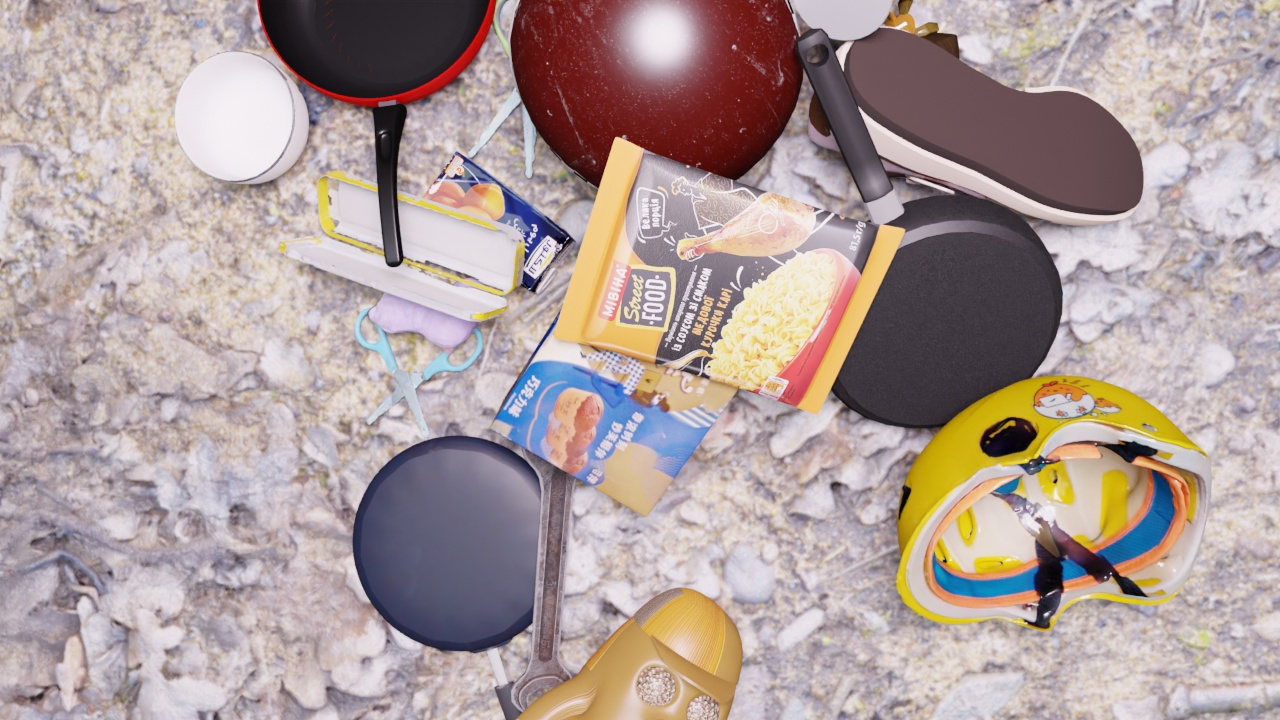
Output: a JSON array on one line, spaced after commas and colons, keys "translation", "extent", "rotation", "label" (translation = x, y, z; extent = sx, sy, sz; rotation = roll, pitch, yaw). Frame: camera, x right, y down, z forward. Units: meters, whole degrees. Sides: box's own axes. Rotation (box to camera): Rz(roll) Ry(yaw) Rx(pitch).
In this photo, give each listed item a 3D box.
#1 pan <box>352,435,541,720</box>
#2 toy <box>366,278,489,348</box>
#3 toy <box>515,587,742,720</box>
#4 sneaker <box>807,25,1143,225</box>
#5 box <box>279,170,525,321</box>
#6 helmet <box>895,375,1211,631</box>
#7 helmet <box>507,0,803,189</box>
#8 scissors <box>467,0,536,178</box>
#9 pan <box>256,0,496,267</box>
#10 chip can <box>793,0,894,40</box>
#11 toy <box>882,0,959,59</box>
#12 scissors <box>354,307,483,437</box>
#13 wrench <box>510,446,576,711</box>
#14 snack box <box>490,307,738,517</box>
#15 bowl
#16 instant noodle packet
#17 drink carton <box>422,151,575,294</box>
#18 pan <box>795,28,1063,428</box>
[{"translation": [-0.143, 0.243, 0.840], "extent": [0.199, 0.021, 0.356], "rotation": [-18, 91, 5], "label": "pan"}, {"translation": [-0.186, -0.050, 0.823], "extent": [0.100, 0.036, 0.080], "rotation": [20, 60, 17], "label": "toy"}, {"translation": [0.013, 0.292, 0.767], "extent": [0.198, 0.163, 0.203], "rotation": [33, 83, -13], "label": "toy"}, {"translation": [0.270, -0.171, 0.767], "extent": [0.293, 0.117, 0.111], "rotation": [13, 76, -14], "label": "sneaker"}, {"translation": [-0.202, -0.104, 0.788], "extent": [0.209, 0.079, 0.080], "rotation": [20, 107, 16], "label": "box"}, {"translation": [0.307, 0.101, 0.732], "extent": [0.240, 0.139, 0.209], "rotation": [-15, 126, 10], "label": "helmet"}, {"translation": [0.018, -0.247, 0.729], "extent": [0.234, 0.253, 0.234], "rotation": [-37, 97, 13], "label": "helmet"}, {"translation": [-0.108, -0.255, 0.829], "extent": [0.139, 0.028, 0.170], "rotation": [36, 90, 1], "label": "scissors"}, {"translation": [-0.219, -0.251, 0.794], "extent": [0.209, 0.067, 0.356], "rotation": [-7, 85, 3], "label": "pan"}, {"translation": [0.192, -0.341, 0.715], "extent": [0.075, 0.075, 0.214], "rotation": [30, 59, 3], "label": "chip can"}, {"translation": [0.225, -0.267, 0.777], "extent": [0.076, 0.062, 0.100], "rotation": [-18, 107, 40], "label": "toy"}, {"translation": [-0.214, -0.001, 0.843], "extent": [0.135, 0.015, 0.135], "rotation": [-43, 86, -1], "label": "scissors"}, {"translation": [-0.079, 0.177, 0.817], "extent": [0.070, 0.010, 0.273], "rotation": [5, 86, -13], "label": "wrench"}, {"translation": [-0.005, 0.004, 0.763], "extent": [0.155, 0.069, 0.203], "rotation": [31, 106, -10], "label": "snack box"}, {"translation": [-0.347, -0.212, 0.821], "extent": [0.113, 0.063, 0.113], "rotation": [0, 93, 8], "label": "bowl"}, {"translation": [0.062, -0.055, 0.685], "extent": [0.220, 0.032, 0.160], "rotation": [16, 115, -8], "label": "instant noodle packet"}, {"translation": [-0.126, -0.122, 0.819], "extent": [0.130, 0.040, 0.064], "rotation": [37, 95, 3], "label": "drink carton"}, {"translation": [0.202, -0.088, 0.709], "extent": [0.204, 0.044, 0.356], "rotation": [-26, 119, 13], "label": "pan"}]
